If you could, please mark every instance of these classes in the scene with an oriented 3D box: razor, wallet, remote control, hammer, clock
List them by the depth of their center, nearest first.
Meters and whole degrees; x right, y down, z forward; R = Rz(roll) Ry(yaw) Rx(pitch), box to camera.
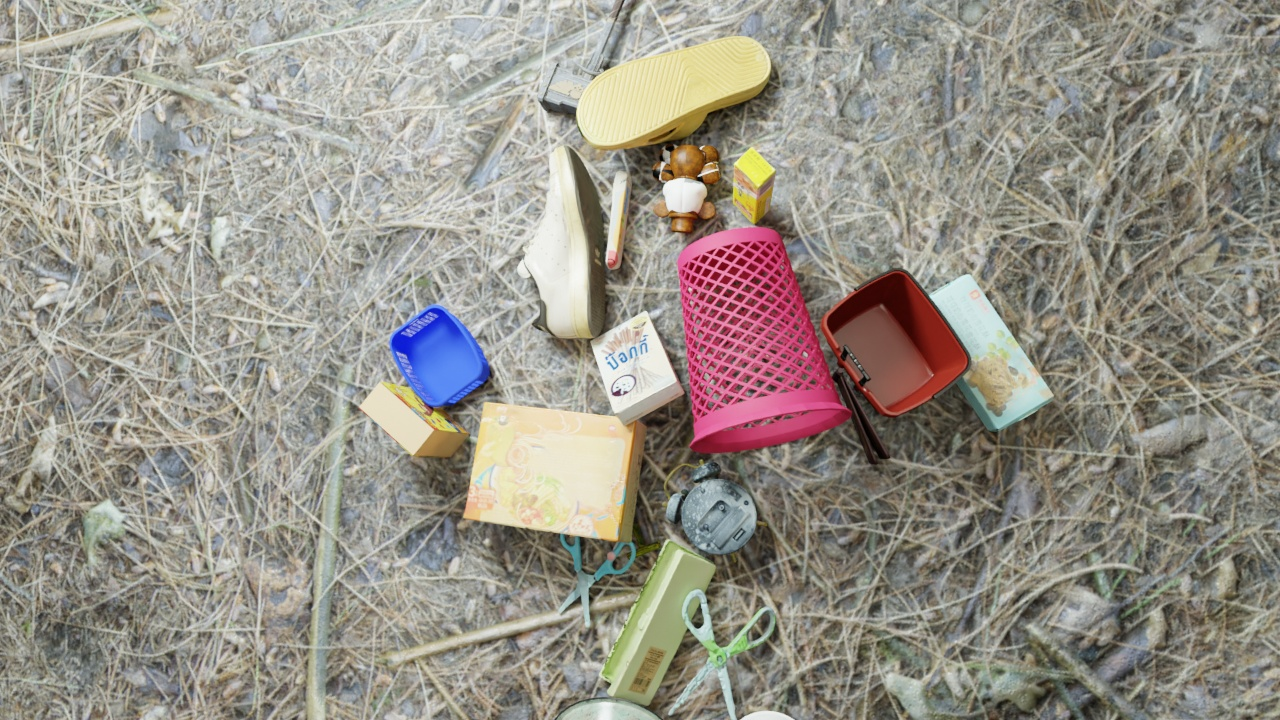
[{"bbox_3d":[0.251,0.065,1.064,0.018,0.091,0.115,-26,81,5],"label":"wallet"},{"bbox_3d":[0.084,0.176,1.096,0.129,0.052,0.090,41,91,10],"label":"clock"},{"bbox_3d":[-0.013,0.187,1.126,0.042,0.026,0.106,-23,77,7],"label":"razor"},{"bbox_3d":[-0.028,-0.177,1.160,0.018,0.038,0.125,6,84,10],"label":"remote control"},{"bbox_3d":[-0.027,-0.464,1.189,0.098,0.044,0.322,21,87,10],"label":"hammer"}]

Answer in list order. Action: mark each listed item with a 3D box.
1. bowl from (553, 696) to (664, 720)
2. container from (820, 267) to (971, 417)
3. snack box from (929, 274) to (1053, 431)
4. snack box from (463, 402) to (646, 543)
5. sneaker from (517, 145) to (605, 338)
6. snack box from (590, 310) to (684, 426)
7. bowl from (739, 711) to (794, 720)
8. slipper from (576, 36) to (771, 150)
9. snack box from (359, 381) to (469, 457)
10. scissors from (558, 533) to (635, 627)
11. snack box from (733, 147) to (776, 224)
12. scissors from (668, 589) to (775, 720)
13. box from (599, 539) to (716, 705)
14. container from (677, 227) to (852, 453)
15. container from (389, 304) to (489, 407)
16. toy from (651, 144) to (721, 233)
[{"bbox_3d":[-0.033,0.460,1.052,0.157,0.038,0.158,4,114,8],"label":"bowl"},{"bbox_3d":[0.277,-0.017,1.011,0.127,0.201,0.148,-33,80,0],"label":"container"},{"bbox_3d":[0.396,-0.009,1.071,0.075,0.053,0.174,-31,81,3],"label":"snack box"},{"bbox_3d":[-0.099,0.137,1.109,0.195,0.080,0.145,5,79,15],"label":"snack box"},{"bbox_3d":[-0.105,-0.143,1.151,0.102,0.088,0.241,-6,86,17],"label":"sneaker"},{"bbox_3d":[-0.006,0.006,1.096,0.082,0.026,0.150,-28,38,6],"label":"snack box"},{"bbox_3d":[0.149,0.467,1.059,0.110,0.040,0.110,-1,83,8],"label":"bowl"},{"bbox_3d":[0.038,-0.330,1.151,0.263,0.078,0.099,-23,84,-12],"label":"slipper"},{"bbox_3d":[-0.274,0.075,1.124,0.088,0.126,0.040,39,90,11],"label":"snack box"},{"bbox_3d":[-0.070,0.250,1.124,0.136,0.015,0.125,-47,67,9],"label":"scissors"},{"bbox_3d":[0.133,-0.204,1.083,0.029,0.148,0.040,-43,80,-2],"label":"snack box"},{"bbox_3d":[0.087,0.345,1.075,0.171,0.023,0.168,-43,105,-13],"label":"scissors"},{"bbox_3d":[0.023,0.313,1.092,0.077,0.089,0.188,27,85,-9],"label":"box"},{"bbox_3d":[0.126,-0.025,1.062,0.183,0.183,0.225,-13,74,7],"label":"container"},{"bbox_3d":[-0.251,-0.003,1.163,0.096,0.058,0.114,-36,80,3],"label":"container"},{"bbox_3d":[0.056,-0.215,1.143,0.087,0.067,0.112,4,93,9],"label":"toy"}]
